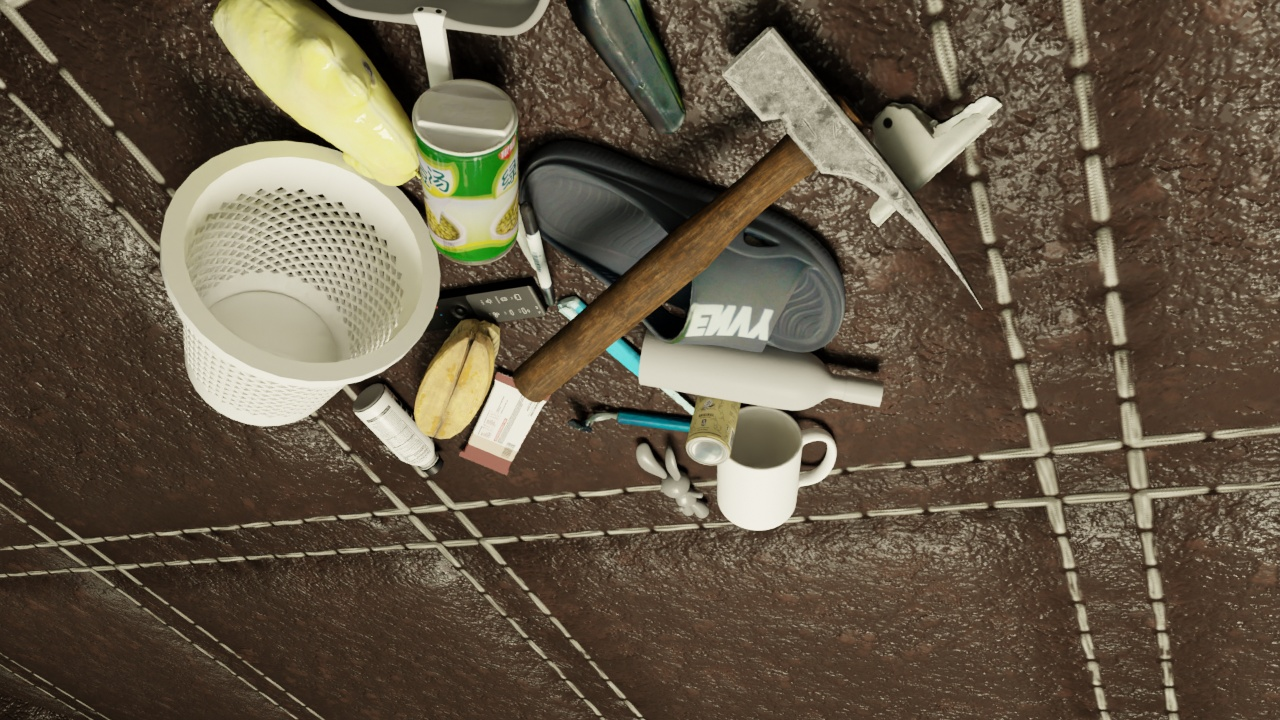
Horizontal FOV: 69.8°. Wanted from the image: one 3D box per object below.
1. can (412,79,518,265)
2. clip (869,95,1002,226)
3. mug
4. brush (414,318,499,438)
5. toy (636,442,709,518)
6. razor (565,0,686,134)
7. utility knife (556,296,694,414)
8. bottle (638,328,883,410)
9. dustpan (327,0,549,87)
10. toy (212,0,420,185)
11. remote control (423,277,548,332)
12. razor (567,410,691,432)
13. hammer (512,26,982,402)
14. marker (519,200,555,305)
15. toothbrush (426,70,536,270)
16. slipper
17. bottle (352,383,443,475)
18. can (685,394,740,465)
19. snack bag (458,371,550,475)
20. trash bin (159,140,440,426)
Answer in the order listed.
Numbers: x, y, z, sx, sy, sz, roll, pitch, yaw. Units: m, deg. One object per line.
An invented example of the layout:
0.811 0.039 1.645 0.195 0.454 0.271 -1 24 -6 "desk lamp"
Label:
-0.118 -0.127 0.633 0.067 0.067 0.121 15 148 2 "can"
0.179 -0.136 0.591 0.052 0.057 0.102 11 143 -30 "clip"
0.124 0.094 0.831 0.110 0.073 0.091 -12 136 -6 "mug"
-0.173 0.021 0.857 0.059 0.043 0.196 23 144 -12 "brush"
0.035 0.123 0.913 0.049 0.030 0.112 4 143 36 "toy"
-0.002 -0.208 0.568 0.067 0.054 0.151 -28 132 8 "razor"
-0.005 0.005 0.811 0.022 0.015 0.179 -27 120 39 "utility knife"
0.099 0.011 0.756 0.195 0.052 0.053 10 137 9 "bottle"
-0.129 -0.244 0.563 0.163 0.033 0.258 9 144 4 "dustpan"
-0.217 -0.185 0.632 0.170 0.064 0.155 44 161 -21 "toy"
-0.153 -0.047 0.809 0.150 0.013 0.034 -6 133 24 "remote control"
0.006 0.059 0.864 0.144 0.022 0.042 2 173 11 "razor"
0.049 -0.039 0.624 0.301 0.037 0.217 -39 99 22 "hammer"
-0.079 -0.080 0.714 0.011 0.011 0.152 11 158 7 "marker"
-0.113 -0.138 0.699 0.017 0.016 0.189 2 136 30 "toothbrush"
0.029 -0.070 0.674 0.268 0.083 0.111 25 136 -6 "slipper"
-0.245 0.076 0.949 0.041 0.041 0.116 -12 130 29 "bottle"
0.064 0.047 0.786 0.038 0.079 0.038 9 137 9 "can"
-0.139 0.066 0.923 0.057 0.013 0.158 23 138 -9 "snack bag"
-0.290 -0.040 0.750 0.195 0.195 0.200 32 146 -16 "trash bin"
